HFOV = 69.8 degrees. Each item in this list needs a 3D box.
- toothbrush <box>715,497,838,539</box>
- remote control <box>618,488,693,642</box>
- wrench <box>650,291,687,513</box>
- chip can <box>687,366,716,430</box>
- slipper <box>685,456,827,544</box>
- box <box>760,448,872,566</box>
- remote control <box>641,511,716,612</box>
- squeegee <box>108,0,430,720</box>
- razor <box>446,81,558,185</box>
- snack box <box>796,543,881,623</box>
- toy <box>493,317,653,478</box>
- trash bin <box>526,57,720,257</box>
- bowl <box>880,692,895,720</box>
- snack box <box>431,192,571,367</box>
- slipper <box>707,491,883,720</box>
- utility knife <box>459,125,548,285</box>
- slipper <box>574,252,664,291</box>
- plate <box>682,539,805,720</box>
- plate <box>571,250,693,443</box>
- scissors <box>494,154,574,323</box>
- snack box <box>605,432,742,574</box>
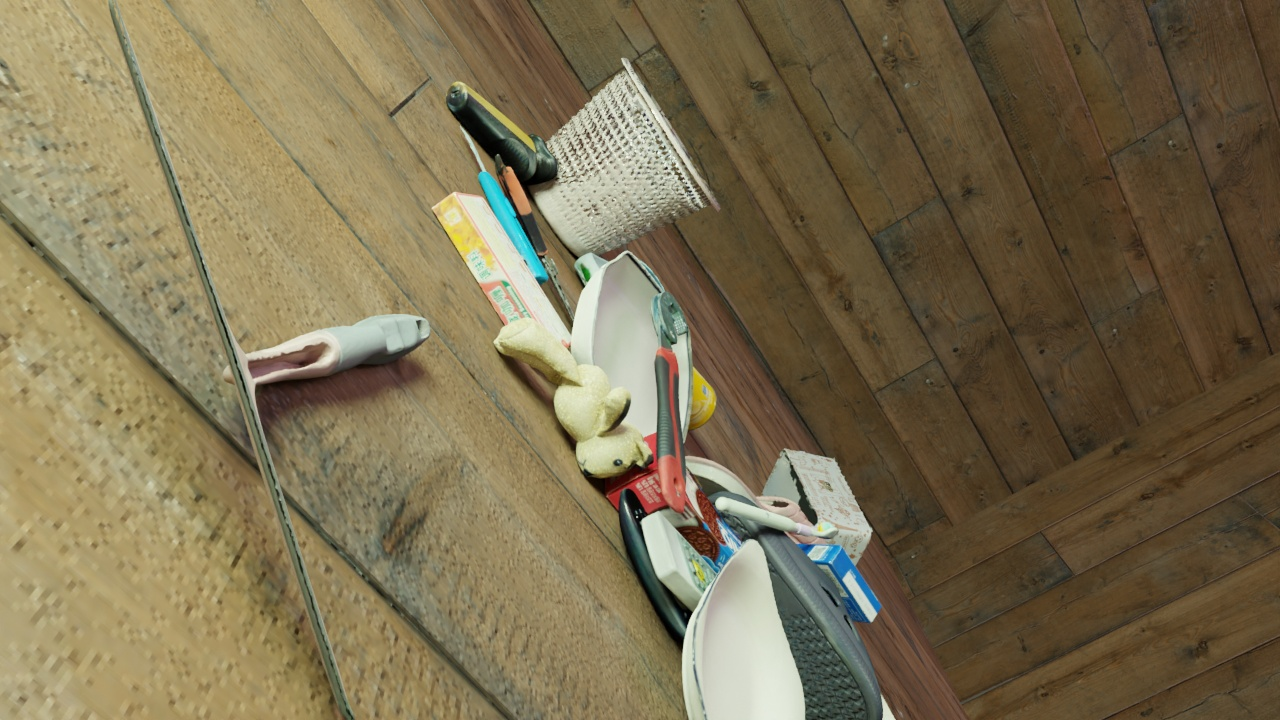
[{"bbox_3d":[0.129,0.149,0.864,0.189,0.029,0.020,22,68,-45],"label":"toothbrush"},{"bbox_3d":[0.012,0.163,0.708,0.136,0.024,0.053,63,9,11],"label":"remote control"},{"bbox_3d":[0.025,0.023,0.794,0.056,0.016,0.272,53,23,-31],"label":"wrench"},{"bbox_3d":[0.018,0.009,1.059,0.213,0.072,0.072,45,17,-53],"label":"chip can"},{"bbox_3d":[0.130,0.174,1.008,0.274,0.114,0.054,45,60,-34],"label":"slipper"},{"bbox_3d":[0.227,0.270,1.237,0.178,0.125,0.274,-103,-173,-61],"label":"box"},{"bbox_3d":[0.042,0.169,0.705,0.135,0.019,0.056,53,13,-41],"label":"remote control"},{"bbox_3d":[-0.143,-0.003,0.418,0.249,0.040,0.247,-70,144,-84],"label":"squeegee"},{"bbox_3d":[-0.161,-0.262,1.058,0.167,0.062,0.067,37,55,-51],"label":"razor"},{"bbox_3d":[0.166,0.229,0.957,0.157,0.026,0.084,-13,-63,53],"label":"snack box"},{"bbox_3d":[-0.053,0.029,0.713,0.157,0.066,0.105,51,-30,-19],"label":"toy"},{"bbox_3d":[-0.035,-0.241,1.187,0.227,0.192,0.227,55,11,-17],"label":"trash bin"},{"bbox_3d":[0.232,0.393,0.968,0.116,0.066,0.116,55,12,-18],"label":"bowl"},{"bbox_3d":[-0.114,-0.070,0.782,0.156,0.027,0.077,58,10,-3],"label":"snack box"},{"bbox_3d":[0.156,0.237,0.891,0.083,0.111,0.268,-19,69,-40],"label":"slipper"},{"bbox_3d":[-0.144,-0.161,0.937,0.216,0.018,0.034,61,11,24],"label":"utility knife"},{"bbox_3d":[-0.011,-0.091,1.204,0.104,0.074,0.245,61,12,19],"label":"slipper"},{"bbox_3d":[0.069,0.226,0.652,0.163,0.034,0.164,-34,109,-63],"label":"plate"},{"bbox_3d":[-0.005,0.005,0.887,0.265,0.034,0.161,45,50,-60],"label":"plate"},{"bbox_3d":[-0.102,-0.113,0.949,0.205,0.015,0.197,-122,-170,-45],"label":"scissors"},{"bbox_3d":[0.047,0.158,0.800,0.207,0.057,0.058,54,14,-26],"label":"snack box"}]
